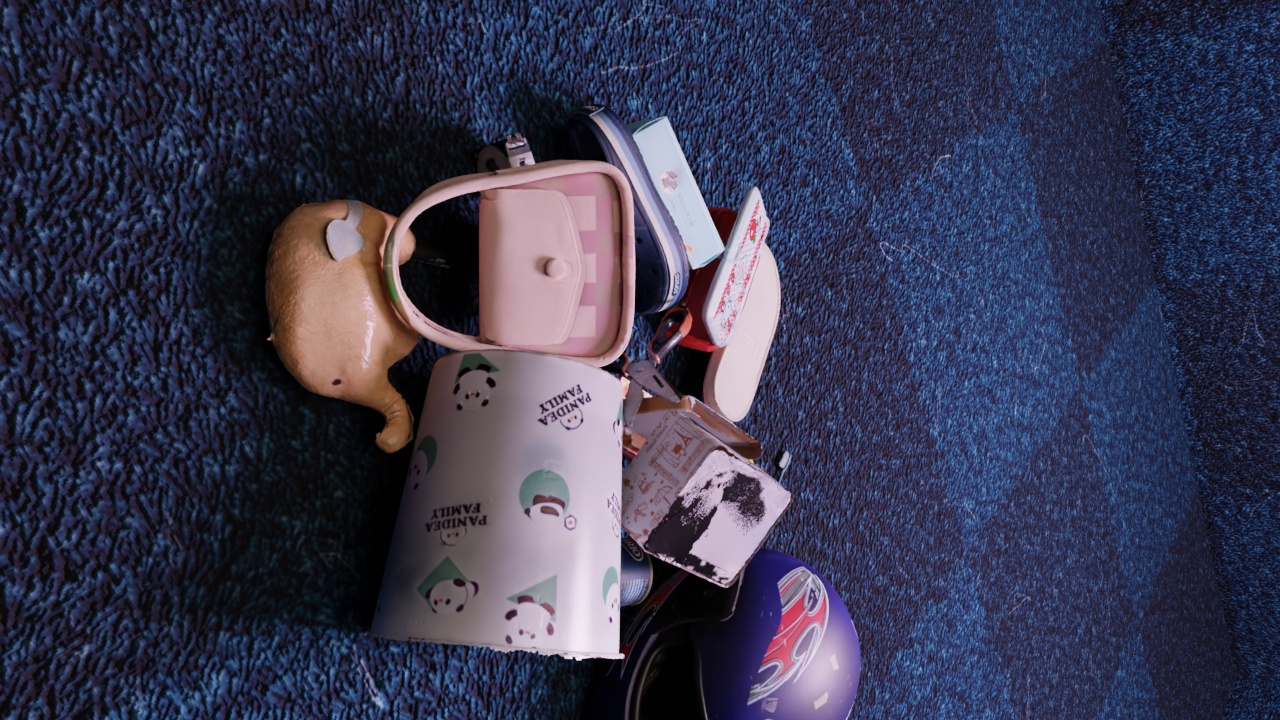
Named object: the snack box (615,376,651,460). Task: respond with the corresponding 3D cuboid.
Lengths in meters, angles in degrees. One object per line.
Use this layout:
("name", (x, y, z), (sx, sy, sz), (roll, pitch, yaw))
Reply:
("snack box", (0.009, 0.086, 1.100), (0.153, 0.026, 0.075), (35, 63, -37))

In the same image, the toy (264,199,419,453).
("toy", (-0.259, -0.028, 0.809), (0.143, 0.083, 0.226), (-5, 93, -35))

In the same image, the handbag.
("handbag", (-0.121, -0.089, 0.843), (0.233, 0.093, 0.193), (-5, 102, -28))

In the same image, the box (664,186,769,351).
("box", (0.095, -0.118, 1.128), (0.102, 0.095, 0.201), (83, 26, -64))

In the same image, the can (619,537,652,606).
("can", (-0.052, 0.233, 0.997), (0.111, 0.075, 0.075), (7, 83, -44))

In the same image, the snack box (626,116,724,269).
("snack box", (0.029, -0.192, 1.060), (0.051, 0.074, 0.175), (-33, 112, -16))

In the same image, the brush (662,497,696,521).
("brush", (0.059, 0.201, 1.121), (0.145, 0.063, 0.073), (24, 100, -40))

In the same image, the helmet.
("helmet", (0.112, 0.359, 1.036), (0.314, 0.241, 0.247), (-45, 116, -36))

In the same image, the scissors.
("scissors", (0.001, 0.000, 0.981), (0.225, 0.189, 0.015), (-51, 125, -38))

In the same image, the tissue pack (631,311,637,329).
("tissue pack", (-0.078, -0.075, 0.979), (0.157, 0.095, 0.052), (47, 58, -34))

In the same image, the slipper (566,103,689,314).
("slipper", (-0.026, -0.157, 1.027), (0.095, 0.105, 0.253), (-30, 115, -20))

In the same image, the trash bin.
("trash bin", (-0.116, 0.136, 0.847), (0.229, 0.230, 0.251), (21, 67, -42))

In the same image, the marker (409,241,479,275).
("marker", (-0.199, -0.104, 0.914), (0.131, 0.020, 0.022), (10, 64, -44))

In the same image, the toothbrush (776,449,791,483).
("toothbrush", (0.170, 0.203, 1.259), (0.018, 0.016, 0.191), (41, 60, -23))

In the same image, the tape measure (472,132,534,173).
("tape measure", (-0.138, -0.195, 0.947), (0.033, 0.066, 0.066), (-27, 104, -38))

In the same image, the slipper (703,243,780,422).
("slipper", (0.124, -0.041, 1.201), (0.114, 0.055, 0.273), (39, 55, -39))

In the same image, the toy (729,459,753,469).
("toy", (0.133, 0.155, 1.195), (0.096, 0.031, 0.100), (43, 38, -59))

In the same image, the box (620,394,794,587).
("box", (0.036, 0.113, 0.984), (0.154, 0.185, 0.182), (-55, 136, -1))
